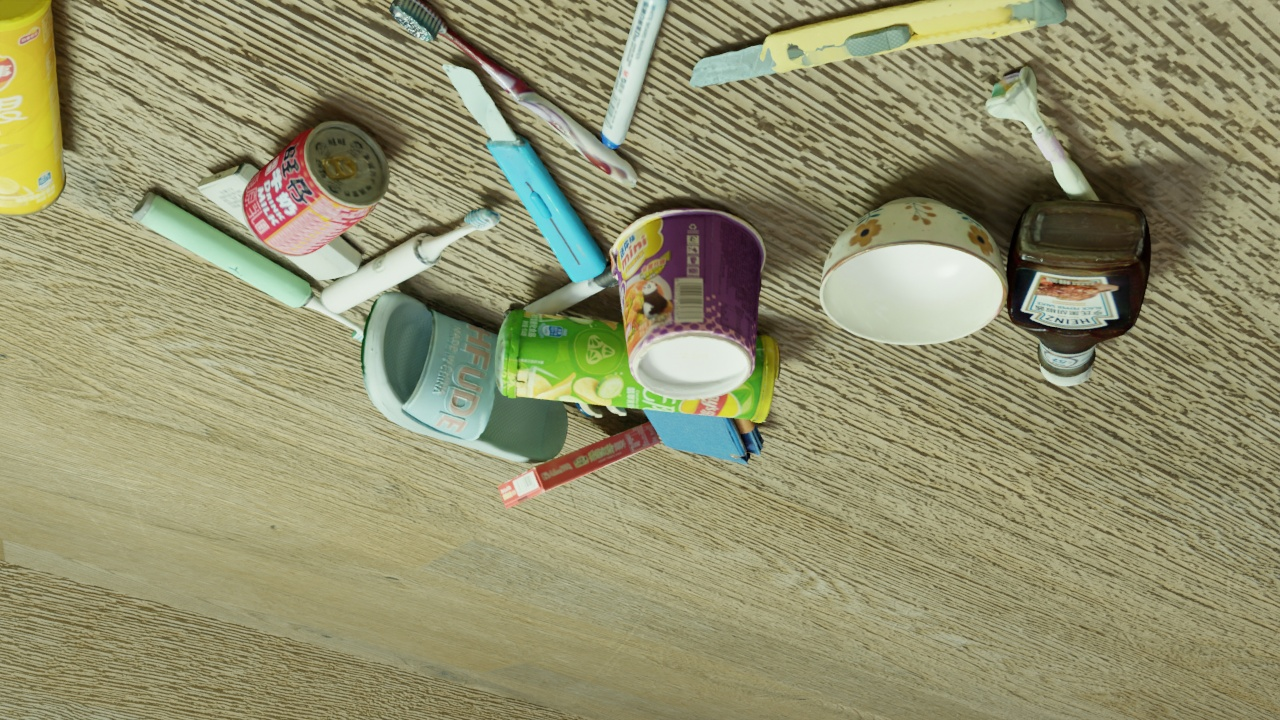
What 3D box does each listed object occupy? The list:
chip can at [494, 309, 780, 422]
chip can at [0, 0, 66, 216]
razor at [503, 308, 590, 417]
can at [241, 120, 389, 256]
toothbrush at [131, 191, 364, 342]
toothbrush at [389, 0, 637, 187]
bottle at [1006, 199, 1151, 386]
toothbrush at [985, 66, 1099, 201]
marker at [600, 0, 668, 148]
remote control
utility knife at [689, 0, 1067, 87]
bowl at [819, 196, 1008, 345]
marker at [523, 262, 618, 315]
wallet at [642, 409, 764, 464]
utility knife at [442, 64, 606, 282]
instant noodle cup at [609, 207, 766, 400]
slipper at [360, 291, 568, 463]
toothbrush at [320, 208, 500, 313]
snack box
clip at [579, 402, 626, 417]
[{"bbox_3d":[-0.004,0.004,0.734,0.221,0.072,0.073,5,151,-4],"label":"chip can"},{"bbox_3d":[-0.409,-0.174,0.584,0.072,0.072,0.214,22,150,-19],"label":"chip can"},{"bbox_3d":[-0.080,-0.003,0.820,0.022,0.042,0.143,-38,135,-1],"label":"razor"},{"bbox_3d":[-0.220,-0.116,0.624,0.094,0.066,0.066,-19,139,42],"label":"can"},{"bbox_3d":[-0.314,-0.070,0.776,0.027,0.026,0.224,-36,130,25],"label":"toothbrush"},{"bbox_3d":[-0.070,-0.157,0.554,0.187,0.017,0.016,33,144,-33],"label":"toothbrush"},{"bbox_3d":[0.284,-0.036,0.604,0.080,0.044,0.195,8,159,25],"label":"bottle"},{"bbox_3d":[0.255,-0.103,0.539,0.029,0.020,0.189,-43,129,16],"label":"toothbrush"},{"bbox_3d":[-0.002,-0.170,0.509,0.017,0.016,0.146,15,150,-7],"label":"marker"},{"bbox_3d":[-0.274,-0.103,0.708,0.049,0.024,0.125,-10,144,31],"label":"remote control"},{"bbox_3d":[0.116,-0.169,0.480,0.195,0.020,0.031,0,143,27],"label":"utility knife"},{"bbox_3d":[0.175,-0.064,0.589,0.113,0.062,0.114,9,151,5],"label":"bowl"},{"bbox_3d":[-0.051,-0.053,0.727,0.022,0.018,0.131,37,141,-28],"label":"marker"},{"bbox_3d":[0.052,0.048,0.848,0.106,0.040,0.133,7,152,25],"label":"wallet"},{"bbox_3d":[-0.074,-0.120,0.619,0.034,0.018,0.207,-3,146,24],"label":"utility knife"},{"bbox_3d":[0.035,-0.033,0.636,0.111,0.099,0.112,0,148,0],"label":"instant noodle cup"},{"bbox_3d":[-0.143,0.026,0.813,0.074,0.103,0.245,-7,151,39],"label":"slipper"},{"bbox_3d":[-0.183,-0.078,0.717,0.222,0.026,0.026,-17,158,40],"label":"toothbrush"},{"bbox_3d":[-0.058,0.100,0.895,0.152,0.025,0.075,-19,173,-40],"label":"snack box"},{"bbox_3d":[-0.042,0.002,0.821,0.035,0.080,0.104,-7,128,30],"label":"clip"}]
